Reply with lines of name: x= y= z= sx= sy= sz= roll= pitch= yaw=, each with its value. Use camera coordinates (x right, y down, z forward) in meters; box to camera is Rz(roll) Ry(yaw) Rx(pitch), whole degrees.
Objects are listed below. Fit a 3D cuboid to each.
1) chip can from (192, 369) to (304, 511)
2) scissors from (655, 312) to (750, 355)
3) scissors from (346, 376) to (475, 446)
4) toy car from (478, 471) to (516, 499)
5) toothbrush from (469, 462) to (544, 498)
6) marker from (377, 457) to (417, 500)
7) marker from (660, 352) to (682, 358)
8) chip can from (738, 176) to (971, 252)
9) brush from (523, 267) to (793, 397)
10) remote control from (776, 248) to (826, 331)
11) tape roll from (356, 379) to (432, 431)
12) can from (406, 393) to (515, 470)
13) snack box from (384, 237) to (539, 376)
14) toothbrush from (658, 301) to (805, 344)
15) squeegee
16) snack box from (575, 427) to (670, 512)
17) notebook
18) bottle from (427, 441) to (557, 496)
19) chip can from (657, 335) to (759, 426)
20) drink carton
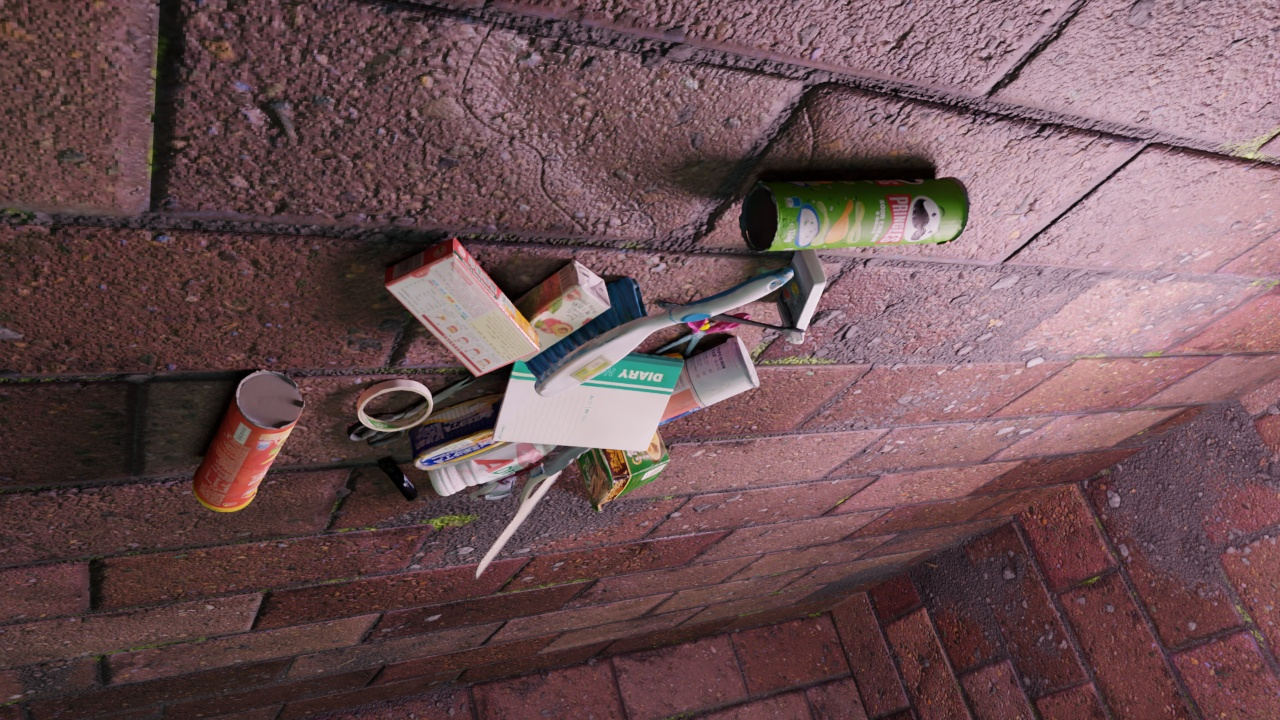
chip can: x=-0.437 y=0.093 z=1.013 sx=0.073 sy=0.073 sz=0.217 roll=3 pitch=148 yaw=-36
scissors: x=0.080 y=-0.036 z=1.141 sx=0.124 sy=0.017 sz=0.134 roll=-10 pitch=158 yaw=-14
scissors: x=-0.274 y=0.064 z=1.128 sx=0.173 sy=0.014 sz=0.141 roll=-13 pitch=153 yaw=-16
toy car: x=-0.211 y=0.170 z=1.350 sx=0.054 sy=0.036 sz=0.121 roll=-9 pitch=150 yaw=-15
toothbrush: x=-0.188 y=0.172 z=1.283 sx=0.016 sy=0.017 sz=0.188 roll=-11 pitch=168 yaw=-44
marker: x=-0.338 y=0.167 z=1.283 sx=0.022 sy=0.020 sz=0.132 roll=0 pitch=154 yaw=3
marker: x=-0.007 y=0.007 z=1.167 sx=0.124 sy=0.015 sz=0.018 roll=-9 pitch=163 yaw=-5
chip can: x=0.220 y=-0.149 z=0.934 sx=0.235 sy=0.072 sz=0.072 roll=-6 pitch=152 yaw=-22
brush: x=0.007 y=-0.048 z=0.967 sx=0.315 sy=0.109 sz=0.060 roll=-32 pitch=144 yaw=18
remote control: x=0.186 y=-0.079 z=1.072 sx=0.019 sy=0.056 sz=0.135 roll=-12 pitch=155 yaw=-9
tape roll: x=-0.287 y=0.053 z=1.075 sx=0.085 sy=0.014 sz=0.086 roll=-13 pitch=144 yaw=-10
can: x=-0.223 y=0.091 z=1.167 sx=0.148 sy=0.049 sz=0.075 roll=-20 pitch=155 yaw=4
snack box: x=-0.170 y=-0.047 z=0.895 sx=0.077 sy=0.027 sz=0.156 roll=-22 pitch=137 yaw=14
toothbrush: x=0.108 y=-0.045 z=1.071 sx=0.181 sy=0.018 sz=0.016 roll=12 pitch=155 yaw=-10
squeegee: x=-0.127 y=0.158 z=1.265 sx=0.247 sy=0.039 sz=0.245 roll=-48 pitch=-178 yaw=42
snack box: x=-0.024 y=0.136 z=1.310 sx=0.105 sy=0.117 sz=0.118 roll=-12 pitch=157 yaw=-21
notebook: x=-0.064 y=0.047 z=1.125 sx=0.209 sy=0.012 sz=0.151 roll=6 pitch=125 yaw=-22
bottle: x=-0.186 y=0.120 z=1.233 sx=0.197 sy=0.068 sz=0.068 roll=-19 pitch=155 yaw=-4
chip can: x=0.043 y=0.042 z=1.204 sx=0.215 sy=0.071 sz=0.071 roll=-23 pitch=154 yaw=13
drink carton: x=-0.096 y=-0.051 z=0.962 sx=0.123 sy=0.045 sz=0.053 roll=-31 pitch=141 yaw=24
